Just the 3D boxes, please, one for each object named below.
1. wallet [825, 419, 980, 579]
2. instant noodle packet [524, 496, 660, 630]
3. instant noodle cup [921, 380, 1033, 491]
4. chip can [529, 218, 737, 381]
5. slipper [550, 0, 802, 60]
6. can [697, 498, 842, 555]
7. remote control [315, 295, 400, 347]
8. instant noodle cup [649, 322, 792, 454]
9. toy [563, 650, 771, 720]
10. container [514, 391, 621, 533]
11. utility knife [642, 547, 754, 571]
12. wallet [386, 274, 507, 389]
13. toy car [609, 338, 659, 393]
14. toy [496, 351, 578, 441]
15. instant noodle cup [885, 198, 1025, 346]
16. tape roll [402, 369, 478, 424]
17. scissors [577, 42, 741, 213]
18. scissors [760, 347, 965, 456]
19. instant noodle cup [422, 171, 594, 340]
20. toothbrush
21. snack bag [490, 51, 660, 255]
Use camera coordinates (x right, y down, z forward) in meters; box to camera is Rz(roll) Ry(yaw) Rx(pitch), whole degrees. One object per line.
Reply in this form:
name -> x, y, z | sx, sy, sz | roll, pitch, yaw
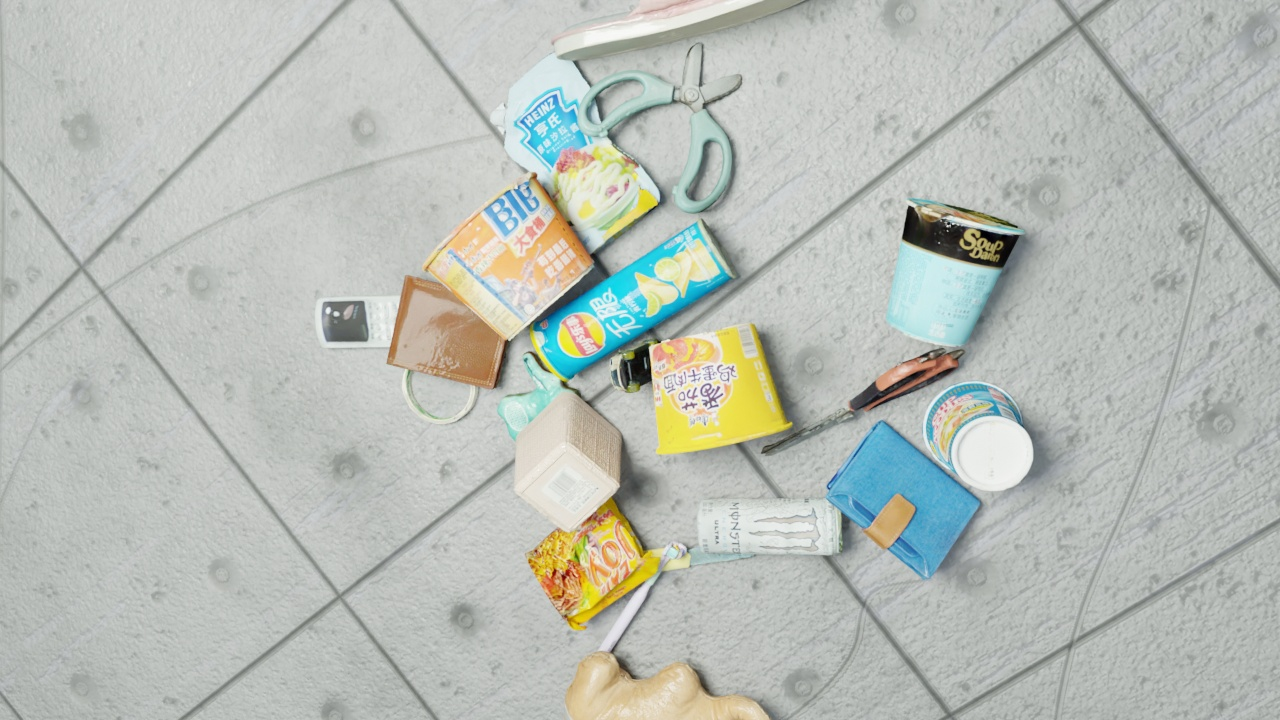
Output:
wallet -> 0.262, 0.139, 0.919 | 0.133, 0.040, 0.106 | 40, 74, 3
instant noodle packet -> -0.054, 0.215, 0.993 | 0.128, 0.044, 0.110 | -41, 68, 12
instant noodle cup -> 0.327, 0.076, 0.875 | 0.099, 0.109, 0.099 | 2, 98, 10
chip can -> -0.009, -0.061, 0.938 | 0.210, 0.071, 0.071 | -32, 92, 14
slipper -> 0.042, -0.339, 0.867 | 0.275, 0.114, 0.054 | -9, 101, 19
can -> 0.134, 0.172, 0.954 | 0.147, 0.058, 0.058 | -1, 98, 11
remote control -> -0.290, -0.043, 1.022 | 0.150, 0.021, 0.058 | -1, 99, 10
instant noodle cup -> 0.071, 0.027, 0.911 | 0.138, 0.138, 0.110 | -13, 88, 13
toy -> 0.027, 0.394, 1.000 | 0.226, 0.082, 0.143 | 6, 112, 7
container -> -0.074, 0.107, 0.946 | 0.090, 0.110, 0.090 | -43, 109, 14
utility knife -> 0.015, 0.222, 1.006 | 0.220, 0.022, 0.031 | -10, 101, 19
wallet -> -0.203, -0.031, 0.987 | 0.124, 0.032, 0.101 | 13, 92, -6
toy car -> -0.006, 0.006, 0.939 | 0.035, 0.090, 0.042 | -6, 101, 28
toy -> -0.115, 0.042, 0.997 | 0.092, 0.030, 0.096 | -30, 94, 10
instant noodle cup -> 0.285, -0.081, 0.866 | 0.111, 0.111, 0.121 | 17, 109, 8
tape roll -> -0.223, 0.028, 1.024 | 0.086, 0.014, 0.086 | 2, 99, 10
scissors -> 0.031, -0.223, 0.915 | 0.170, 0.019, 0.180 | -18, 89, -1
scissors -> 0.211, 0.044, 0.910 | 0.206, 0.193, 0.015 | -17, 69, -13
instant noodle cup -> -0.125, -0.099, 0.921 | 0.151, 0.151, 0.111 | -39, 97, 14
toothbrush -> -0.006, 0.273, 1.010 | 0.029, 0.021, 0.189 | 18, 114, -32
snack bag -> -0.070, -0.212, 0.945 | 0.110, 0.038, 0.191 | -35, 90, 23
